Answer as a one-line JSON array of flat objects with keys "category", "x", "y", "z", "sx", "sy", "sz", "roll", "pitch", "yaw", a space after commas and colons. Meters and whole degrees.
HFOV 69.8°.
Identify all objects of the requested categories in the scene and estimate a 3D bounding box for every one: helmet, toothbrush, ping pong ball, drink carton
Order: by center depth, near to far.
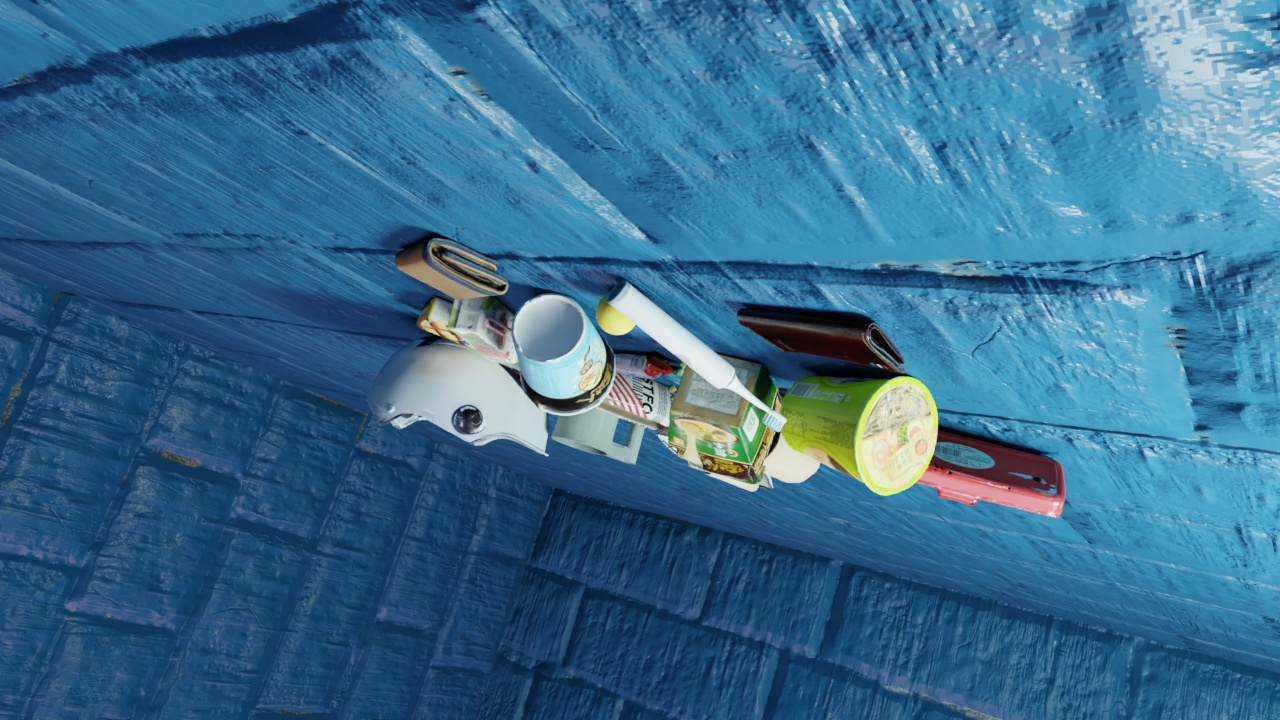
[{"category": "toothbrush", "x": 0.059, "y": 0.000, "z": 0.863, "sx": 0.221, "sy": 0.026, "sz": 0.027, "roll": 38, "pitch": 173, "yaw": -21}, {"category": "ping pong ball", "x": -0.022, "y": -0.044, "z": 0.866, "sx": 0.040, "sy": 0.040, "sz": 0.040, "roll": 17, "pitch": 167, "yaw": 4}, {"category": "drink carton", "x": -0.175, "y": -0.039, "z": 1.065, "sx": 0.045, "sy": 0.053, "sz": 0.122, "roll": 10, "pitch": 165, "yaw": 16}, {"category": "helmet", "x": -0.242, "y": 0.042, "z": 1.287, "sx": 0.258, "sy": 0.145, "sz": 0.229, "roll": 12, "pitch": 173, "yaw": -1}]

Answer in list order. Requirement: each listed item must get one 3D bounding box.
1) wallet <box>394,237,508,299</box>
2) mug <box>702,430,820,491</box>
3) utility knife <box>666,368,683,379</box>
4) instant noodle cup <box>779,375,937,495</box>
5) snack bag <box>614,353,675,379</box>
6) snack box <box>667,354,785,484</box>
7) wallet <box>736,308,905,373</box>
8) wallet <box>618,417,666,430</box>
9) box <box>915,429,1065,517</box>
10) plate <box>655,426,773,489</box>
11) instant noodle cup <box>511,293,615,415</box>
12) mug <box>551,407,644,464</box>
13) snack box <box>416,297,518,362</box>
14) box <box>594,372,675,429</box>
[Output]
[{"category": "wallet", "x": -0.192, "y": -0.090, "z": 0.924, "sx": 0.090, "sy": 0.033, "sz": 0.115, "roll": 27, "pitch": 165, "yaw": -28}, {"category": "mug", "x": 0.153, "y": 0.115, "z": 1.145, "sx": 0.103, "sy": 0.125, "sz": 0.084, "roll": 27, "pitch": -152, "yaw": -43}, {"category": "utility knife", "x": 0.107, "y": 0.032, "z": 1.077, "sx": 0.185, "sy": 0.013, "sz": 0.029, "roll": 13, "pitch": 167, "yaw": 20}, {"category": "instant noodle cup", "x": 0.204, "y": 0.062, "z": 0.892, "sx": 0.111, "sy": 0.111, "sz": 0.124, "roll": 26, "pitch": 173, "yaw": -33}, {"category": "snack bag", "x": -0.006, "y": 0.006, "z": 1.091, "sx": 0.045, "sy": 0.026, "sz": 0.105, "roll": 17, "pitch": 172, "yaw": -43}, {"category": "snack box", "x": 0.090, "y": 0.052, "z": 0.993, "sx": 0.118, "sy": 0.118, "sz": 0.106, "roll": 14, "pitch": 157, "yaw": 18}, {"category": "wallet", "x": 0.157, "y": -0.018, "z": 0.792, "sx": 0.122, "sy": 0.020, "sz": 0.096, "roll": 11, "pitch": 166, "yaw": 37}, {"category": "wallet", "x": 0.026, "y": 0.097, "z": 1.454, "sx": 0.115, "sy": 0.020, "sz": 0.101, "roll": 21, "pitch": 169, "yaw": -25}, {"category": "box", "x": 0.343, "y": 0.108, "z": 0.988, "sx": 0.201, "sy": 0.069, "sz": 0.157, "roll": 13, "pitch": -170, "yaw": 13}, {"category": "plate", "x": 0.115, "y": 0.133, "z": 1.319, "sx": 0.162, "sy": 0.034, "sz": 0.266, "roll": 18, "pitch": 170, "yaw": 17}, {"category": "instant noodle cup", "x": -0.087, "y": -0.011, "z": 0.975, "sx": 0.111, "sy": 0.111, "sz": 0.120, "roll": 15, "pitch": 161, "yaw": 11}, {"category": "mug", "x": -0.051, "y": 0.078, "z": 1.281, "sx": 0.124, "sy": 0.103, "sz": 0.084, "roll": 19, "pitch": 167, "yaw": -12}, {"category": "snack box", "x": -0.210, "y": -0.036, "z": 1.172, "sx": 0.140, "sy": 0.033, "sz": 0.087, "roll": 21, "pitch": 168, "yaw": -21}, {"category": "box", "x": -0.018, "y": 0.055, "z": 1.197, "sx": 0.162, "sy": 0.075, "sz": 0.086, "roll": 20, "pitch": 137, "yaw": -24}]
